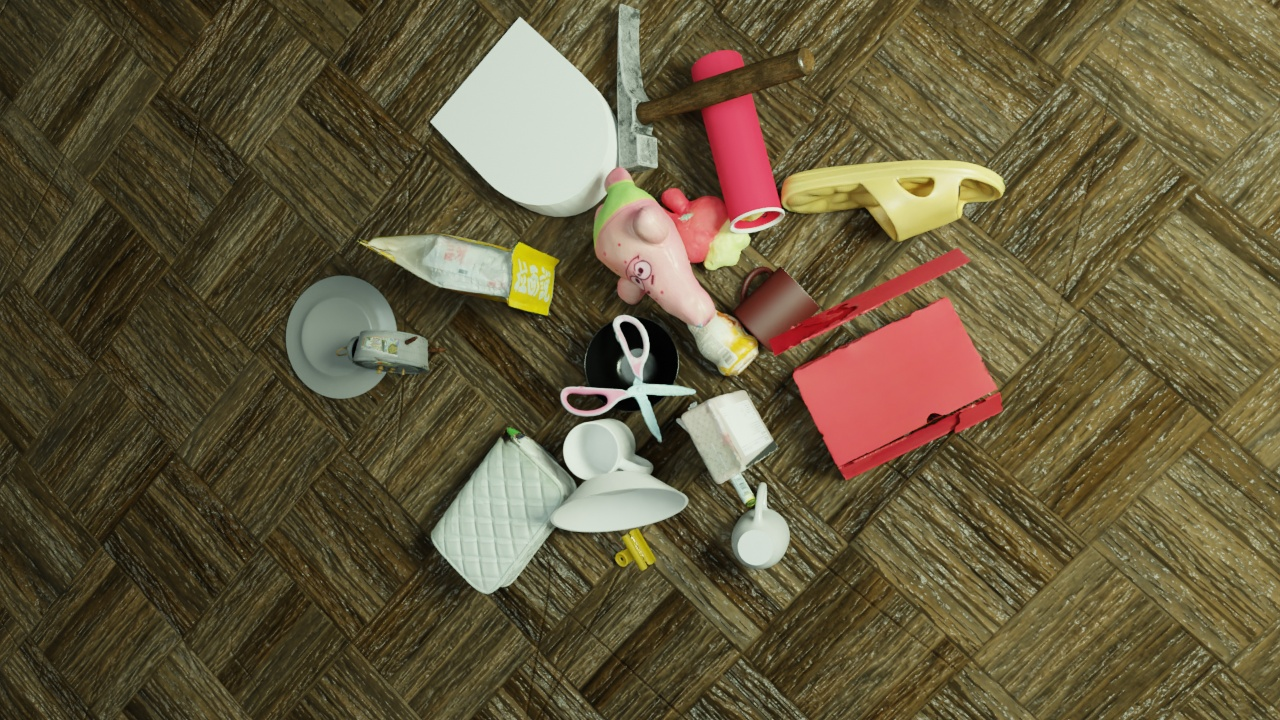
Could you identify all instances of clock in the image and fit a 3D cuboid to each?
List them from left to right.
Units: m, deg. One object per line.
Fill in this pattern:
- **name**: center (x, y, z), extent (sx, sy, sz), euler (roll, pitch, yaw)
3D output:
- **clock**: center (-0.355, -0.009, 1.265), extent (0.148, 0.104, 0.056), euler (2, 80, 18)

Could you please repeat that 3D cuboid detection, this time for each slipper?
- **slipper**: center (0.302, -0.190, 1.112), extent (0.264, 0.099, 0.078), euler (1, 76, 17)

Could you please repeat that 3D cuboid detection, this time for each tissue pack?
- **tissue pack**: center (0.102, 0.088, 1.117), extent (0.071, 0.181, 0.104), euler (-33, 83, 22)

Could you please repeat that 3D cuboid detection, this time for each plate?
- **plate**: center (-0.436, -0.034, 1.327), extent (0.178, 0.012, 0.178), euler (0, 89, 13)
- **plate**: center (-0.029, 0.173, 1.161), extent (0.174, 0.174, 0.036), euler (-15, 64, 12)

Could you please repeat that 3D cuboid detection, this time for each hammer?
- **hammer**: center (0.081, -0.365, 1.121), extent (0.301, 0.037, 0.217), euler (-3, 89, 46)

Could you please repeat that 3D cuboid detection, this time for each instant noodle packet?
- **instant noodle packet**: center (-0.237, -0.126, 1.204), extent (0.222, 0.163, 0.084), euler (13, 93, 13)

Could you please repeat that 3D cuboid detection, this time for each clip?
- **clip**: center (-0.011, 0.256, 1.220), extent (0.046, 0.048, 0.054), euler (-29, 84, -14)

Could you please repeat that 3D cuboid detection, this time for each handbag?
- **handbag**: center (-0.183, 0.205, 1.238), extent (0.139, 0.072, 0.195), euler (41, 99, 19)

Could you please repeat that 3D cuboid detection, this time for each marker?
- **marker**: center (0.106, 0.124, 1.163), extent (0.017, 0.017, 0.146), euler (-37, 52, 10)

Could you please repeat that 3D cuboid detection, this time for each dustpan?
- **dustpan**: center (-0.140, -0.314, 1.259), extent (0.192, 0.053, 0.257), euler (-47, 69, 9)

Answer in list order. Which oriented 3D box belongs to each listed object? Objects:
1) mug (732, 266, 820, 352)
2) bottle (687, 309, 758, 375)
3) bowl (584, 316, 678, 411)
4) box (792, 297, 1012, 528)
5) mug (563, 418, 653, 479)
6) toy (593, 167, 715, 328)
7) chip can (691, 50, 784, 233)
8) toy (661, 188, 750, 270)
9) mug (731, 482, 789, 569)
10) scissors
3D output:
- **mug**: center (0.163, -0.074, 1.165), extent (0.082, 0.073, 0.105), euler (-44, 52, 9)
- **bottle**: center (0.099, -0.033, 1.177), extent (0.063, 0.063, 0.108), euler (-46, 80, 9)
- **bowl**: center (-0.007, 0.007, 1.205), extent (0.124, 0.052, 0.124), euler (-1, 84, 11)
- **box**: center (0.359, 0.086, 1.219), extent (0.213, 0.374, 0.148), euler (-28, 51, 11)
- **mug**: center (-0.036, 0.122, 1.193), extent (0.110, 0.090, 0.074), euler (24, 95, 12)
- **toy**: center (0.010, -0.130, 1.155), extent (0.096, 0.192, 0.236), euler (-29, 69, -22)
- **chip can**: center (0.121, -0.276, 1.157), extent (0.069, 0.069, 0.220), euler (-15, 78, 12)
- **toy**: center (0.076, -0.172, 1.193), extent (0.135, 0.045, 0.092), euler (29, 98, 10)
- **mug**: center (0.149, 0.208, 1.150), extent (0.071, 0.089, 0.107), euler (3, 90, 13)
- **scissors**: center (-0.015, 0.020, 1.160), extent (0.170, 0.013, 0.175), euler (1, 76, 3)
